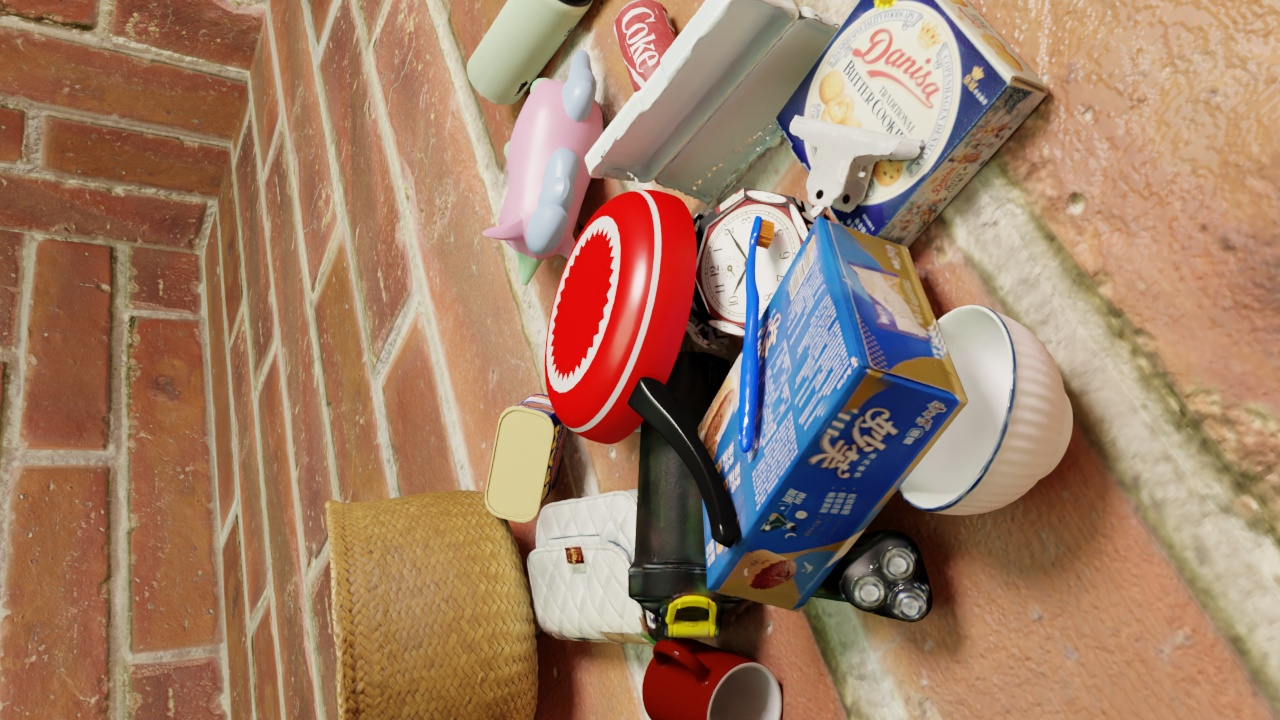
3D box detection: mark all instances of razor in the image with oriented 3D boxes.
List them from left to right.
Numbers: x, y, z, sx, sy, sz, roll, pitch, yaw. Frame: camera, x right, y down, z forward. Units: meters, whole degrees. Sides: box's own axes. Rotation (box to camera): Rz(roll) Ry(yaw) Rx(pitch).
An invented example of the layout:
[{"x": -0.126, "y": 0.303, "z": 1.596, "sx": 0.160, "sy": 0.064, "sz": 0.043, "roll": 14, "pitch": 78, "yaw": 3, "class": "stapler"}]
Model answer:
[{"x": 0.133, "y": 0.143, "z": 0.610, "sx": 0.152, "sy": 0.067, "sz": 0.054, "roll": -22, "pitch": 81, "yaw": 61, "class": "razor"}]

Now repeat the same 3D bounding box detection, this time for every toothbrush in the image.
[{"x": 0.077, "y": -0.022, "z": 0.609, "sx": 0.016, "sy": 0.018, "sz": 0.182, "roll": 113, "pitch": 166, "yaw": -60, "class": "toothbrush"}]

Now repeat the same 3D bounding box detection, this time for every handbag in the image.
[{"x": -0.035, "y": 0.190, "z": 0.845, "sx": 0.195, "sy": 0.072, "sz": 0.138, "roll": -22, "pitch": 68, "yaw": 53, "class": "handbag"}]

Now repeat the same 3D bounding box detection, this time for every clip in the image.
[{"x": 0.126, "y": -0.128, "z": 0.598, "sx": 0.102, "sy": 0.050, "sz": 0.058, "roll": 33, "pitch": 103, "yaw": 53, "class": "clip"}]

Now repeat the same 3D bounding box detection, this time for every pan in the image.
[{"x": -0.004, "y": 0.004, "z": 0.686, "sx": 0.209, "sy": 0.067, "sz": 0.355, "roll": -63, "pitch": 25, "yaw": 27, "class": "pan"}]

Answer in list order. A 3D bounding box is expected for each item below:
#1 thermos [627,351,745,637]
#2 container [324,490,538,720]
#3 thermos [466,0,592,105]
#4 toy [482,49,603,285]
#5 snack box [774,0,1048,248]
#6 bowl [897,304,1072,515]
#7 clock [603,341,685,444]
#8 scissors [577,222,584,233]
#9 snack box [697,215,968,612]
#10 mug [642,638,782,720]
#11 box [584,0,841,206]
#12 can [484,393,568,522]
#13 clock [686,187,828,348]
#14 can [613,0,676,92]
[{"x": 0.038, "y": 0.107, "z": 0.733, "sx": 0.098, "sy": 0.098, "sz": 0.220, "roll": -18, "pitch": 66, "yaw": 54, "class": "thermos"}, {"x": -0.224, "y": 0.285, "z": 0.959, "sx": 0.307, "sy": 0.196, "sz": 0.307, "roll": 175, "pitch": 90, "yaw": -72, "class": "container"}, {"x": -0.117, "y": -0.388, "z": 1.029, "sx": 0.232, "sy": 0.082, "sz": 0.082, "roll": -34, "pitch": 58, "yaw": 50, "class": "thermos"}, {"x": -0.090, "y": -0.201, "z": 0.945, "sx": 0.223, "sy": 0.120, "sz": 0.171, "roll": -64, "pitch": 26, "yaw": 23, "class": "toy"}, {"x": 0.170, "y": -0.168, "z": 0.612, "sx": 0.145, "sy": 0.042, "sz": 0.144, "roll": -54, "pitch": 45, "yaw": 38, "class": "snack box"}, {"x": 0.197, "y": 0.033, "z": 0.514, "sx": 0.118, "sy": 0.062, "sz": 0.118, "roll": -166, "pitch": 91, "yaw": -78, "class": "bowl"}, {"x": -0.015, "y": -0.007, "z": 0.851, "sx": 0.123, "sy": 0.045, "sz": 0.159, "roll": -18, "pitch": 79, "yaw": 50, "class": "clock"}, {"x": -0.028, "y": -0.103, "z": 0.926, "sx": 0.121, "sy": 0.012, "sz": 0.170, "roll": -38, "pitch": 53, "yaw": 47, "class": "scissors"}, {"x": 0.108, "y": 0.037, "z": 0.592, "sx": 0.154, "sy": 0.069, "sz": 0.203, "roll": -90, "pitch": 20, "yaw": -50, "class": "snack box"}, {"x": 0.044, "y": 0.247, "z": 0.697, "sx": 0.073, "sy": 0.106, "sz": 0.083, "roll": -50, "pitch": 24, "yaw": -25, "class": "mug"}, {"x": 0.058, "y": -0.195, "z": 0.697, "sx": 0.198, "sy": 0.134, "sz": 0.040, "roll": -41, "pitch": 57, "yaw": 46, "class": "box"}, {"x": -0.114, "y": 0.096, "z": 0.949, "sx": 0.092, "sy": 0.056, "sz": 0.116, "roll": -48, "pitch": -29, "yaw": -78, "class": "can"}, {"x": 0.082, "y": -0.066, "z": 0.705, "sx": 0.155, "sy": 0.065, "sz": 0.114, "roll": -8, "pitch": 79, "yaw": 40, "class": "clock"}, {"x": 0.011, "y": -0.285, "z": 0.852, "sx": 0.054, "sy": 0.054, "sz": 0.096, "roll": -45, "pitch": 51, "yaw": 44, "class": "can"}]
